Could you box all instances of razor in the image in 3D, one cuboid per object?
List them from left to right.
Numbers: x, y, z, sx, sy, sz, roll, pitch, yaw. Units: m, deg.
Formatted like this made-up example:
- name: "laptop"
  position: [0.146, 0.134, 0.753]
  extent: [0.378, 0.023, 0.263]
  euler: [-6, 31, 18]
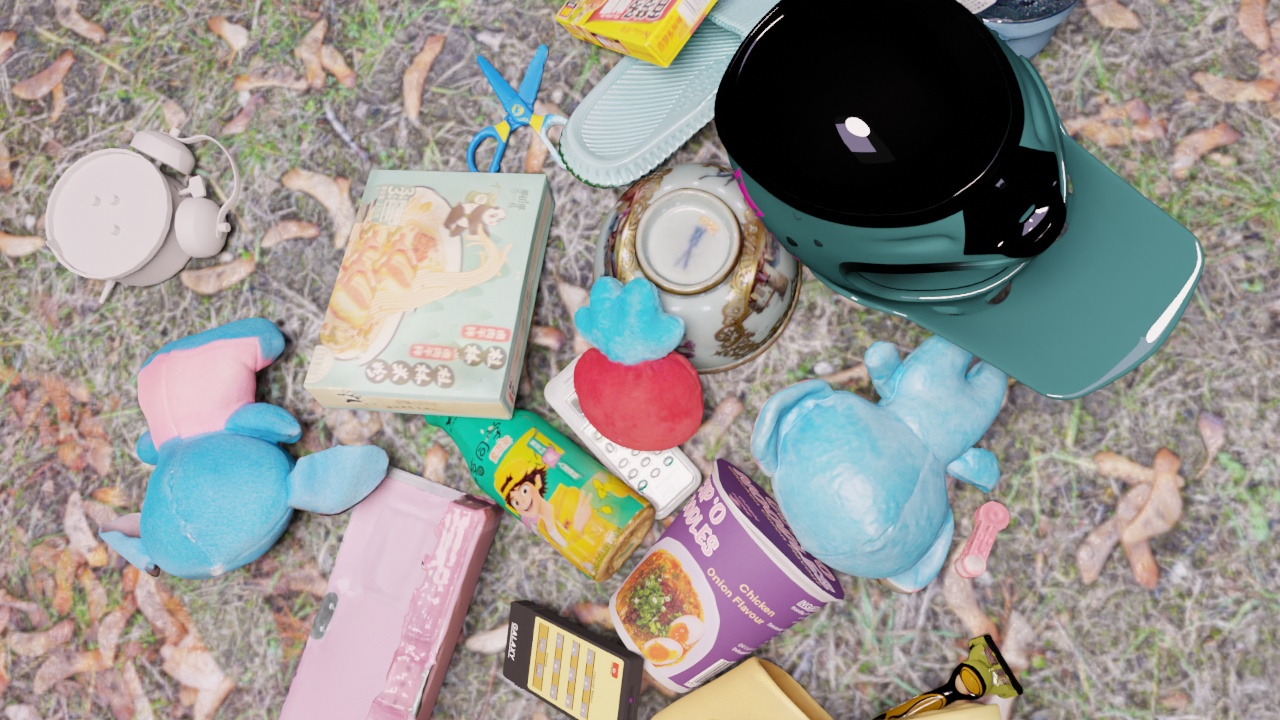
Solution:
- name: "razor"
  position: [0.187, 0.241, 0.630]
  extent: [0.144, 0.021, 0.044]
  euler: [-30, 79, 5]

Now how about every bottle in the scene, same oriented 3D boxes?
- name: "bottle"
  position: [-0.089, 0.071, 0.666]
  extent: [0.210, 0.068, 0.068]
  euler: [35, 87, 18]

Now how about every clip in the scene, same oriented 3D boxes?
- name: "clip"
  position: [0.237, 0.129, 0.641]
  extent: [0.023, 0.045, 0.059]
  euler: [27, 53, 8]

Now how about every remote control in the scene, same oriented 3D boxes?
- name: "remote control"
  position: [-0.049, 0.208, 0.623]
  extent: [0.134, 0.013, 0.058]
  euler: [6, 90, 49]
- name: "remote control"
  position: [-0.013, 0.055, 0.682]
  extent: [0.050, 0.022, 0.133]
  euler: [-43, 79, 0]

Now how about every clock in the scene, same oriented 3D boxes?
- name: "clock"
  position: [-0.399, -0.123, 0.741]
  extent: [0.159, 0.061, 0.120]
  euler: [-32, 79, 3]
- name: "clock"
  position: [0.240, -0.256, 0.659]
  extent: [0.162, 0.060, 0.118]
  euler: [-35, 67, -12]

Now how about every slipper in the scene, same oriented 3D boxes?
- name: "slipper"
  position: [0.051, -0.233, 0.683]
  extent: [0.276, 0.069, 0.116]
  euler: [-38, 60, 0]
- name: "slipper"
  position: [0.095, 0.234, 0.598]
  extent: [0.264, 0.099, 0.078]
  euler: [-12, 66, 14]

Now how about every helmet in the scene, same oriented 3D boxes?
- name: "helmet"
  position: [0.179, -0.107, 0.558]
  extent: [0.176, 0.200, 0.274]
  euler: [-51, 44, 12]

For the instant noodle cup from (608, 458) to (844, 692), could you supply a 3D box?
- name: "instant noodle cup"
  position: [0.046, 0.149, 0.613]
  extent: [0.122, 0.136, 0.122]
  euler: [-44, 51, 9]

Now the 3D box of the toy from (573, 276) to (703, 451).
- name: "toy"
  position: [-0.004, 0.004, 0.629]
  extent: [0.092, 0.062, 0.133]
  euler: [1, 114, 18]

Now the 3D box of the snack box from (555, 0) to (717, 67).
- name: "snack box"
  position: [-0.003, -0.266, 0.680]
  extent: [0.075, 0.025, 0.152]
  euler: [-53, 40, 3]

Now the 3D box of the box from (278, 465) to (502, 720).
- name: "box"
  position: [-0.192, 0.196, 0.649]
  extent: [0.115, 0.106, 0.232]
  euler: [19, 86, 1]

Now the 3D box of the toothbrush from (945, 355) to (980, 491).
- name: "toothbrush"
  position: [0.222, 0.050, 0.653]
  extent: [0.019, 0.018, 0.188]
  euler: [12, 83, 10]

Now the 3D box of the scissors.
- name: "scissors"
  position: [-0.091, -0.196, 0.735]
  extent: [0.123, 0.016, 0.125]
  euler: [18, 84, 5]

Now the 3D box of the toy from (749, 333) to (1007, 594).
- name: "toy"
  position: [0.163, 0.055, 0.612]
  extent: [0.183, 0.115, 0.180]
  euler: [43, 81, -16]

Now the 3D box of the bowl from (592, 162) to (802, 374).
- name: "bowl"
  position: [0.037, -0.074, 0.658]
  extent: [0.160, 0.094, 0.159]
  euler: [-1, 82, 7]

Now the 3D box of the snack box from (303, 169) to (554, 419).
- name: "snack box"
  position: [-0.150, -0.053, 0.679]
  extent: [0.141, 0.044, 0.193]
  euler: [3, 62, 9]

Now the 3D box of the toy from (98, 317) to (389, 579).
- name: "toy"
  position: [-0.306, 0.062, 0.683]
  extent: [0.224, 0.099, 0.191]
  euler: [-17, 74, 13]
